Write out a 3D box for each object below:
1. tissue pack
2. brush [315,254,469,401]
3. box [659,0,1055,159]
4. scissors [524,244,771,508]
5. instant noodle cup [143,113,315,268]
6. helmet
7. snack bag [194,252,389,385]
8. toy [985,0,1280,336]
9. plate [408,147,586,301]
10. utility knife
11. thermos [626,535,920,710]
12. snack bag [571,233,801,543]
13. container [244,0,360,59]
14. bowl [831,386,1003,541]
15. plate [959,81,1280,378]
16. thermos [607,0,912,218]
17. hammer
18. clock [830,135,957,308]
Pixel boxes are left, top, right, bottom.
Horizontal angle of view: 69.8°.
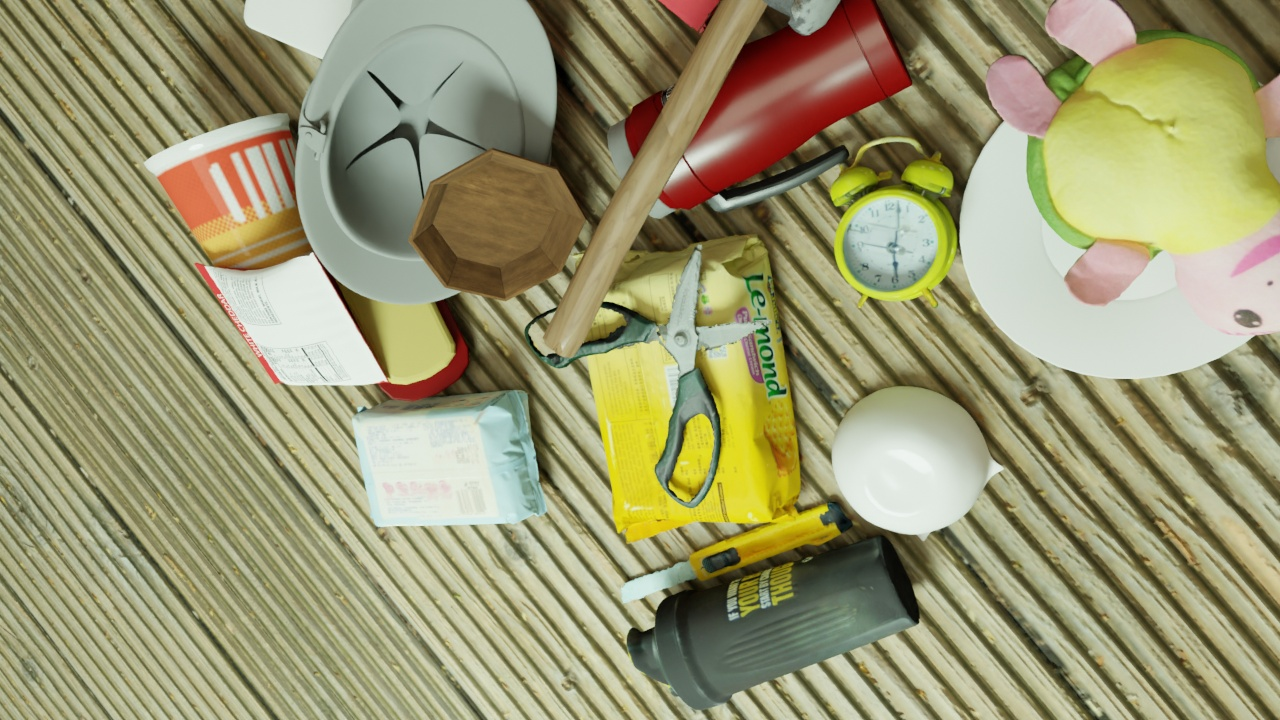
[{"bbox_3d":[-0.176,0.089,0.824,0.182,0.069,0.112,-5,102,26],"label":"tissue pack"},{"bbox_3d":[-0.214,-0.049,0.795,0.082,0.042,0.173,-26,94,-8],"label":"brush"},{"bbox_3d":[0.163,-0.313,0.703,0.215,0.477,0.171,-48,60,25],"label":"box"},{"bbox_3d":[-0.004,0.004,0.684,0.204,0.015,0.202,16,111,22],"label":"scissors"},{"bbox_3d":[-0.345,-0.137,0.809,0.124,0.123,0.121,-15,106,25],"label":"instant noodle cup"},{"bbox_3d":[-0.172,-0.184,0.720,0.183,0.117,0.272,8,122,-26],"label":"helmet"},{"bbox_3d":[-0.295,-0.029,0.772,0.144,0.039,0.131,-1,127,30],"label":"snack bag"},{"bbox_3d":[0.312,-0.112,0.540,0.238,0.087,0.190,43,96,1],"label":"toy"},{"bbox_3d":[-0.111,-0.106,0.708,0.131,0.025,0.131,-10,132,-11],"label":"plate"},{"bbox_3d":[0.073,0.167,0.775,0.225,0.019,0.030,-27,84,29],"label":"utility knife"},{"bbox_3d":[0.105,0.211,0.734,0.221,0.098,0.098,-26,93,20],"label":"thermos"},{"bbox_3d":[0.034,0.027,0.721,0.160,0.068,0.247,-6,102,22],"label":"snack bag"},{"bbox_3d":[-0.271,-0.294,0.768,0.129,0.049,0.081,26,112,14],"label":"container"},{"bbox_3d":[0.196,0.080,0.678,0.115,0.050,0.115,6,106,21],"label":"bowl"},{"bbox_3d":[0.320,-0.090,0.601,0.209,0.015,0.209,6,106,21],"label":"plate"},{"bbox_3d":[0.085,-0.168,0.644,0.199,0.083,0.108,-25,121,24],"label":"thermos"},{"bbox_3d":[0.018,-0.143,0.599,0.098,0.052,0.329,36,110,15],"label":"hammer"},{"bbox_3d":[0.175,-0.095,0.637,0.083,0.057,0.119,-2,97,23],"label":"clock"}]
